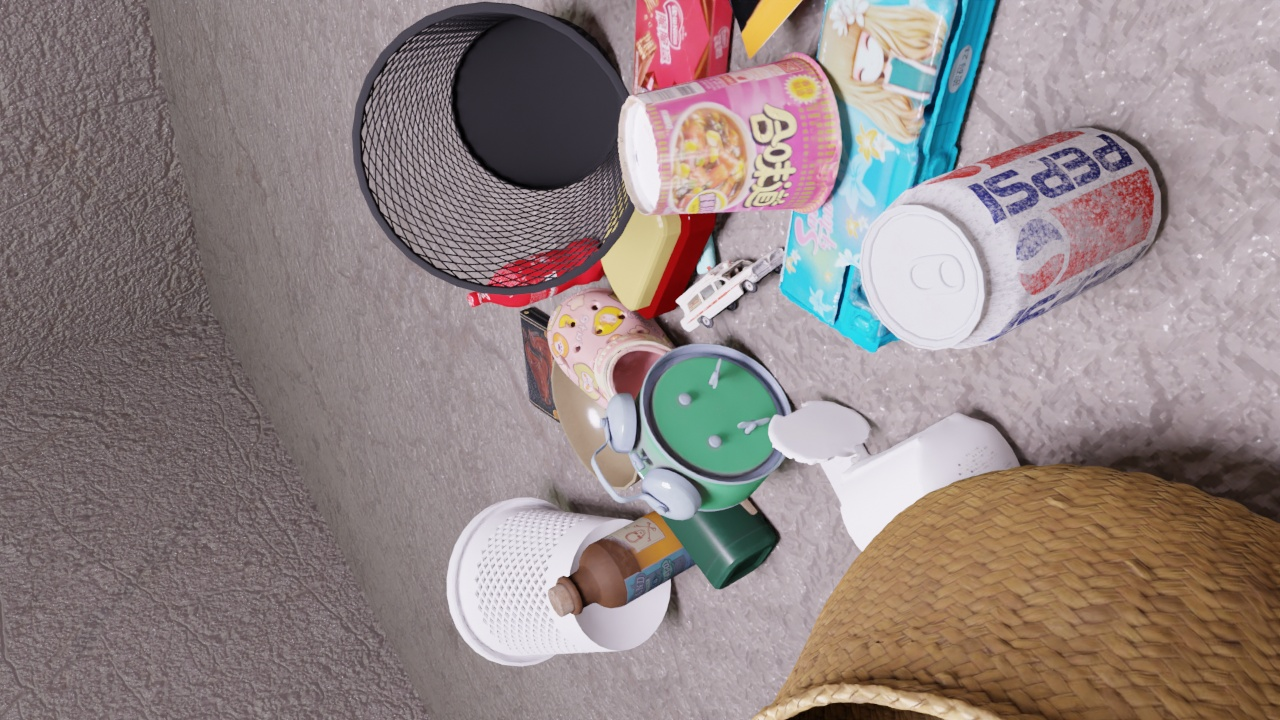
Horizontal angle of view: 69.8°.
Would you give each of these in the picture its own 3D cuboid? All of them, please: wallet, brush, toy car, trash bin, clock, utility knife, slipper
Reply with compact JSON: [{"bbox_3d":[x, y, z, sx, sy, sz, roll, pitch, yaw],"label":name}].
[{"bbox_3d":[-0.108,0.006,1.045,0.072,0.019,0.123,29,133,41],"label":"wallet"},{"bbox_3d":[0.007,-0.100,0.745,0.082,0.041,0.174,62,157,19],"label":"brush"},{"bbox_3d":[0.066,-0.058,0.703,0.039,0.039,0.113,53,149,2],"label":"toy car"},{"bbox_3d":[-0.088,-0.171,0.675,0.209,0.184,0.184,-87,-10,-65],"label":"trash bin"},{"bbox_3d":[-0.081,0.247,1.022,0.200,0.195,0.195,-15,97,50],"label":"trash bin"},{"bbox_3d":[0.038,0.057,0.706,0.122,0.161,0.076,55,149,19],"label":"clock"},{"bbox_3d":[0.044,-0.129,0.719,0.022,0.015,0.126,20,124,60],"label":"utility knife"},{"bbox_3d":[-0.005,0.005,0.798,0.197,0.093,0.081,45,171,19],"label":"slipper"}]

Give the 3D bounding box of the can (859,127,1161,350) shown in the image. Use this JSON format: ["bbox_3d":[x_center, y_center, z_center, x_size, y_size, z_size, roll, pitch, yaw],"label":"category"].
[{"bbox_3d":[0.175,-0.058,0.433,0.078,0.135,0.078,37,139,41],"label":"can"}]

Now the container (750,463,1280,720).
[{"bbox_3d":[0.212,0.198,0.435,0.307,0.196,0.308,24,138,24],"label":"container"}]

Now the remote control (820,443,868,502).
[{"bbox_3d":[0.170,0.111,0.678,0.136,0.013,0.043,63,150,7],"label":"remote control"}]

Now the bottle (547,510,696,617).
[{"bbox_3d":[-0.019,0.202,0.898,0.068,0.156,0.068,37,139,41],"label":"bottle"}]

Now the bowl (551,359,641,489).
[{"bbox_3d":[-0.027,0.049,0.914,0.152,0.050,0.152,37,138,41],"label":"bowl"}]

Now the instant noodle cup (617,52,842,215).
[{"bbox_3d":[0.048,-0.129,0.551,0.098,0.108,0.097,168,90,-73],"label":"instant noodle cup"}]

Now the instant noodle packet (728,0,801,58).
[{"bbox_3d":[0.065,-0.315,0.519,0.160,0.032,0.220,-37,70,57],"label":"instant noodle packet"}]

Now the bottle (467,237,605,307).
[{"bbox_3d":[-0.094,-0.077,0.845,0.042,0.141,0.042,37,139,41],"label":"bottle"}]

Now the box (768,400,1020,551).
[{"bbox_3d":[0.161,0.064,0.601,0.141,0.083,0.140,54,149,10],"label":"box"}]

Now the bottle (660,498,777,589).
[{"bbox_3d":[0.057,0.133,0.826,0.131,0.061,0.061,51,144,25],"label":"bottle"}]

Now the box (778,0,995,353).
[{"bbox_3d":[0.136,-0.118,0.550,0.094,0.041,0.227,41,141,39],"label":"box"}]

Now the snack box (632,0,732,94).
[{"bbox_3d":[0.029,-0.241,0.657,0.089,0.021,0.133,40,141,39],"label":"snack box"}]
